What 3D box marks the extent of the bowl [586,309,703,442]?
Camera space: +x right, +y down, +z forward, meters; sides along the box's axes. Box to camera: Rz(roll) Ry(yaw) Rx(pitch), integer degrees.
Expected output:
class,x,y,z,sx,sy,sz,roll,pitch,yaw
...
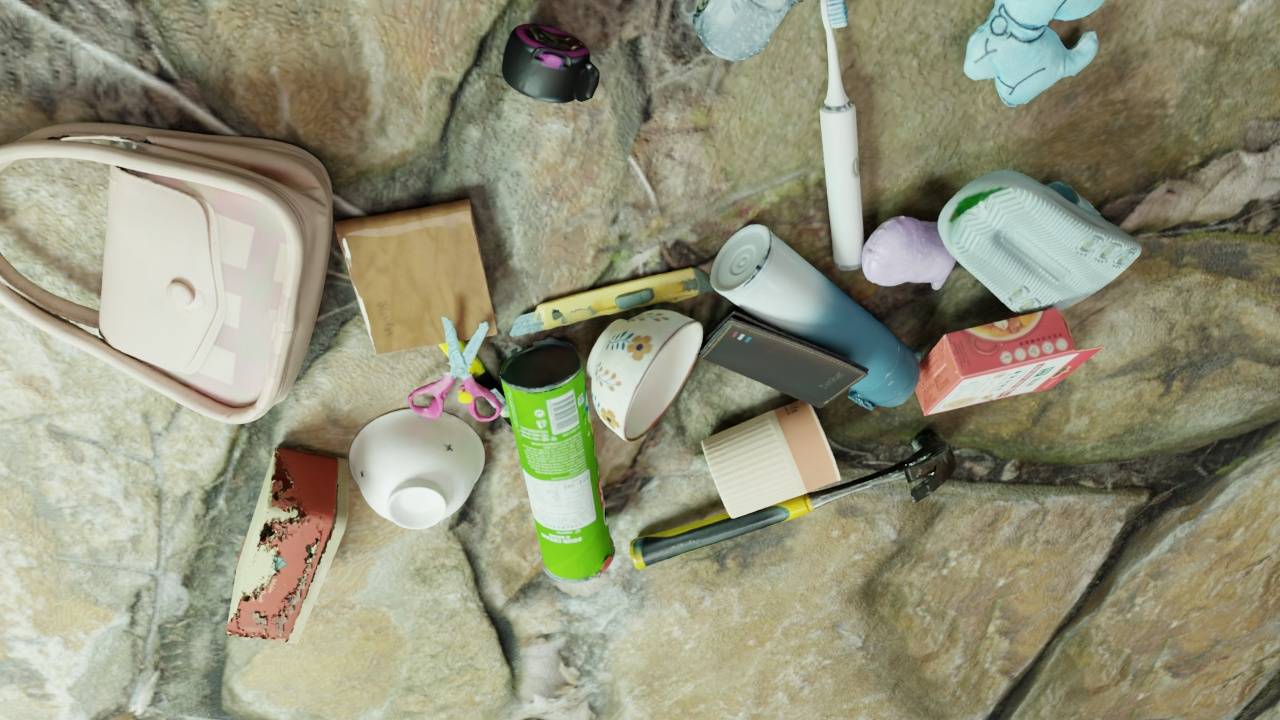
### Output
class,x,y,z,sx,sy,sz,roll,pitch,yaw
bowl,-0.004,0.004,0.753,0.062,0.113,0.114,30,124,17

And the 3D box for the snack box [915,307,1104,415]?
class,x,y,z,sx,sy,sz,roll,pitch,yaw
snack box,0.320,0.001,0.815,0.127,0.044,0.113,-12,160,-4

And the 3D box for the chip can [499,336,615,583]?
class,x,y,z,sx,sy,sz,roll,pitch,yaw
chip can,-0.070,0.095,0.811,0.072,0.072,0.236,-10,127,-5

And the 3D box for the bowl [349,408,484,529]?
class,x,y,z,sx,sy,sz,roll,pitch,yaw
bowl,-0.194,0.107,0.797,0.118,0.064,0.118,-6,128,-8

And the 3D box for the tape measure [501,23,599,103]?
class,x,y,z,sx,sy,sz,roll,pitch,yaw
tape measure,-0.061,-0.198,0.606,0.057,0.057,0.039,-3,131,-31

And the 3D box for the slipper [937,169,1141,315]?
class,x,y,z,sx,sy,sz,roll,pitch,yaw
slipper,0.316,-0.100,0.749,0.245,0.074,0.104,15,132,-42

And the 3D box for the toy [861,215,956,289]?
class,x,y,z,sx,sy,sz,roll,pitch,yaw
toy,0.227,-0.092,0.753,0.107,0.039,0.084,-4,125,-30

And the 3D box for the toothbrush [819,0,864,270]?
class,x,y,z,sx,sy,sz,roll,pitch,yaw
toothbrush,0.152,-0.166,0.697,0.026,0.026,0.221,3,131,22

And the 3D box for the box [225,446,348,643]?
class,x,y,z,sx,sy,sz,roll,pitch,yaw
box,-0.315,0.162,0.794,0.079,0.091,0.169,14,122,-26

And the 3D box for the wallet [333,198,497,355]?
class,x,y,z,sx,sy,sz,roll,pitch,yaw
wallet,-0.168,-0.061,0.700,0.101,0.020,0.115,-11,120,-3

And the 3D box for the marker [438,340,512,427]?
class,x,y,z,sx,sy,sz,roll,pitch,yaw
marker,-0.132,0.018,0.778,0.018,0.015,0.124,-24,130,11

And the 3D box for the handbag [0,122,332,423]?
class,x,y,z,sx,sy,sz,roll,pitch,yaw
handbag,-0.341,-0.072,0.631,0.234,0.093,0.194,16,120,-14

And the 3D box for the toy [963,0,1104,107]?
class,x,y,z,sx,sy,sz,roll,pitch,yaw
toy,0.284,-0.263,0.641,0.161,0.049,0.157,20,122,-30

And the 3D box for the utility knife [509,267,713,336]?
class,x,y,z,sx,sy,sz,roll,pitch,yaw
utility knife,-0.025,-0.049,0.755,0.173,0.019,0.031,-12,122,2

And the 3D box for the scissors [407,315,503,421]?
class,x,y,z,sx,sy,sz,roll,pitch,yaw
scissors,-0.156,0.009,0.741,0.096,0.017,0.137,-3,140,0

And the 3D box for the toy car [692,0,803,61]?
class,x,y,z,sx,sy,sz,roll,pitch,yaw
toy car,0.085,-0.256,0.610,0.054,0.036,0.121,23,121,-27

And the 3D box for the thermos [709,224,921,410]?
class,x,y,z,sx,sy,sz,roll,pitch,yaw
thermos,0.154,-0.029,0.774,0.220,0.070,0.070,34,113,-31

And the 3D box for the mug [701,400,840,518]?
class,x,y,z,sx,sy,sz,roll,pitch,yaw
mug,0.123,0.095,0.858,0.106,0.081,0.114,-22,157,6

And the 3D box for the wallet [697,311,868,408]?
class,x,y,z,sx,sy,sz,roll,pitch,yaw
wallet,0.116,0.000,0.766,0.122,0.020,0.096,22,160,-6

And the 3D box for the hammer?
class,x,y,z,sx,sy,sz,roll,pitch,yaw
hammer,0.142,0.141,0.883,0.324,0.126,0.032,-20,93,10
